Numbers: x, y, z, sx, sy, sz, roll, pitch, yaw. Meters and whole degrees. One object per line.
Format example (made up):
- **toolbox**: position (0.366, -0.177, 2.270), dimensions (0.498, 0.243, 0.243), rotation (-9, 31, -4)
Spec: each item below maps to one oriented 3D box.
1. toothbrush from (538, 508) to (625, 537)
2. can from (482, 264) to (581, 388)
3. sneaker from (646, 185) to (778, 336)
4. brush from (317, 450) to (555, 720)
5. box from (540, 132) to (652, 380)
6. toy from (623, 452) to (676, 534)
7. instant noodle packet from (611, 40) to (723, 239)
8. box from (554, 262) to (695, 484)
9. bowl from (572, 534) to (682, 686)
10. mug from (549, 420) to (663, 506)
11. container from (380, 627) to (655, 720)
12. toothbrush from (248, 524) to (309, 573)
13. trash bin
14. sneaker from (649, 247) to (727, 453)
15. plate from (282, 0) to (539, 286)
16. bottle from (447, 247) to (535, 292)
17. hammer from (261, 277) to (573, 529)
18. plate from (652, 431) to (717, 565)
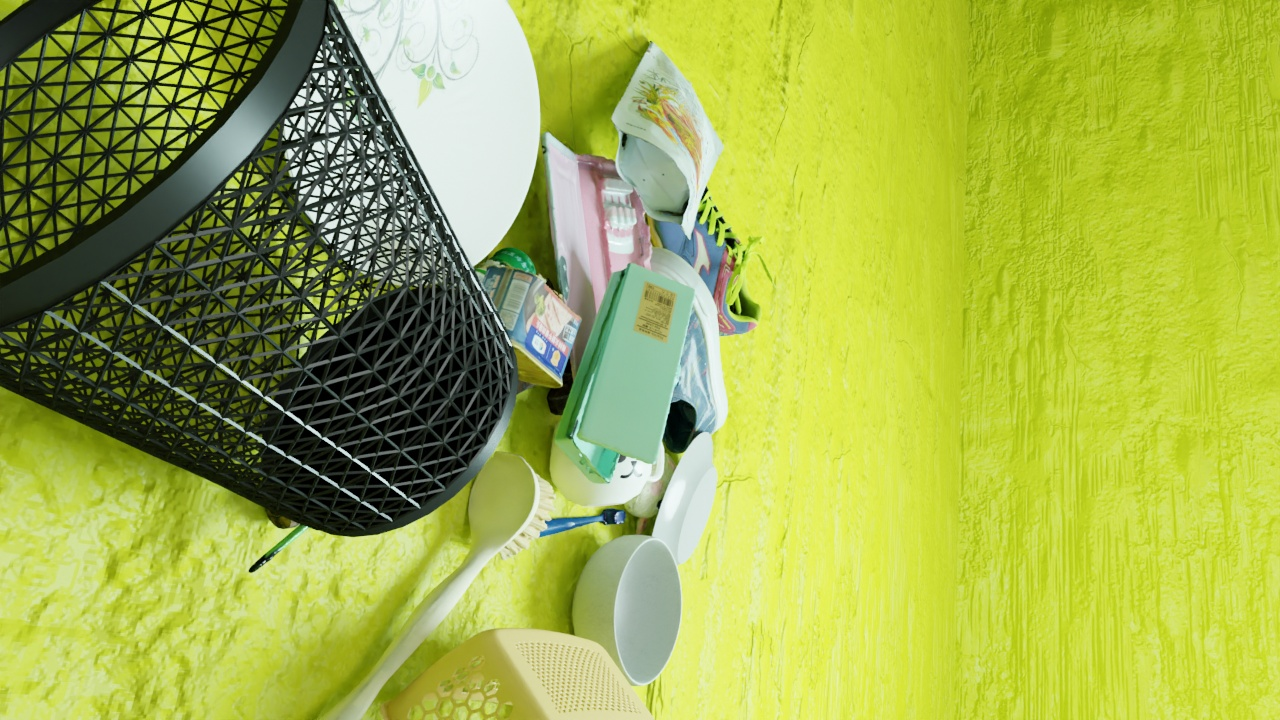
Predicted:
- **toothbrush**: position (-0.066, 0.148, 0.826), dimensions (0.189, 0.017, 0.016), rotation (7, 81, -61)
- **can**: position (-0.087, -0.025, 0.687), dimensions (0.100, 0.054, 0.059), rotation (47, 57, -60)
- **sneaker**: position (0.080, -0.137, 1.035), dimensions (0.116, 0.091, 0.242), rotation (-55, 133, -44)
- **brush**: position (-0.145, 0.170, 0.654), dimensions (0.271, 0.062, 0.077), rotation (-54, 129, -42)
- **box**: position (-0.042, -0.075, 0.831), dimensions (0.179, 0.055, 0.232), rotation (-1, 83, -62)
- **toy**: position (0.009, 0.123, 0.936), dimensions (0.087, 0.050, 0.112), rotation (-36, 131, -57)
- **instant noodle packet**: position (0.036, -0.233, 0.932), dimensions (0.147, 0.057, 0.268), rotation (54, 28, -22)
- **box**: position (-0.001, 0.003, 0.752), dimensions (0.077, 0.079, 0.188), rotation (54, 40, -38)
- **bowl**: position (-0.019, 0.230, 0.856), dimensions (0.131, 0.064, 0.131), rotation (8, 81, -61)
- **mug**: position (-0.023, 0.091, 0.823), dimensions (0.123, 0.090, 0.076), rotation (6, 74, -43)
- **container**: position (-0.098, 0.288, 0.663), dimensions (0.167, 0.129, 0.183), rotation (-48, 146, 6)
- **toothbrush**: position (-0.177, 0.073, 0.580), dimensions (0.017, 0.014, 0.187), rotation (59, 36, -11)
- **trash bin**: position (-0.184, -0.038, 0.448), dimensions (0.243, 0.217, 0.216), rotation (59, 39, -51)
- **sneaker**: position (0.035, -0.002, 0.957), dimensions (0.079, 0.088, 0.236), rotation (-51, 134, -43)
- **plate**: position (-0.159, -0.168, 0.646), dimensions (0.228, 0.030, 0.230), rotation (-26, 124, -48)
- **bottle**: position (-0.125, -0.050, 0.709), dimensions (0.109, 0.043, 0.043), rotation (-46, 127, -51)
- **hammer**: position (-0.146, 0.030, 0.683), dimensions (0.329, 0.033, 0.120), rotation (-32, 112, -57)
- **plate**: position (0.053, 0.161, 0.975), dimensions (0.172, 0.019, 0.173), rotation (18, 89, -71)
